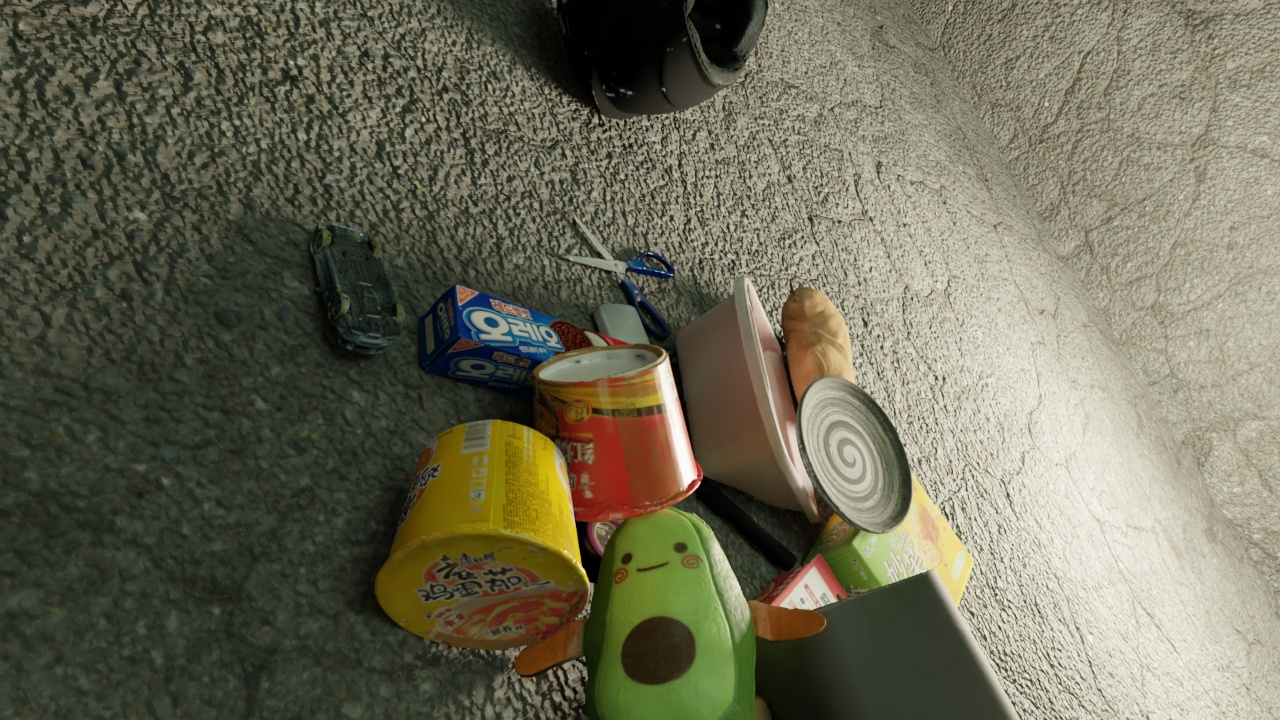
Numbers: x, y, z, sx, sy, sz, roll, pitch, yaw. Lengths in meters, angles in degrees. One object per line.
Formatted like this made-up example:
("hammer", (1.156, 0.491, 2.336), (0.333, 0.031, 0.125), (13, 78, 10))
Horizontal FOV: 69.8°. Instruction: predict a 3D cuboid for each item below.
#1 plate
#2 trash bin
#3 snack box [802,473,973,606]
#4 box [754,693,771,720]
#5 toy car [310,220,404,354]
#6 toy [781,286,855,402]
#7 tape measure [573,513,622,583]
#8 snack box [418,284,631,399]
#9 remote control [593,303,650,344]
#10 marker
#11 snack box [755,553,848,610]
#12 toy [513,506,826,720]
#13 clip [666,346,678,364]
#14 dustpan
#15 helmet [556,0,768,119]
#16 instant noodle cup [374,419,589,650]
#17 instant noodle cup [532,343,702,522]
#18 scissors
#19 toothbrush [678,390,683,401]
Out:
("plate", (0.225, 0.102, 0.984), (0.179, 0.024, 0.179), (22, 52, -32))
("trash bin", (0.191, 0.301, 0.728), (0.198, 0.200, 0.219), (-8, 68, -29))
("snack box", (0.284, 0.227, 1.027), (0.157, 0.070, 0.209), (55, 36, -1))
("box", (0.068, 0.336, 0.686), (0.059, 0.090, 0.184), (10, 53, -43))
("toy car", (-0.222, -0.058, 0.712), (0.054, 0.037, 0.120), (9, 46, -44))
("toy", (0.214, 0.022, 1.089), (0.143, 0.083, 0.225), (47, 32, -44))
("tape measure", (-0.035, 0.153, 0.753), (0.057, 0.039, 0.057), (7, 52, -45))
("snack box", (-0.088, -0.002, 0.799), (0.207, 0.057, 0.058), (18, 47, -39))
("remote control", (-0.005, 0.005, 0.917), (0.055, 0.020, 0.136), (-2, 65, -48))
("marker", (0.107, 0.167, 0.918), (0.132, 0.020, 0.022), (42, 46, -17))
("snack box", (0.161, 0.265, 0.881), (0.126, 0.044, 0.113), (-26, 82, -52))
("toy", (0.021, 0.212, 0.660), (0.227, 0.090, 0.246), (-5, 53, -1))
("clip", (0.044, -0.008, 0.989), (0.055, 0.013, 0.038), (-15, 73, -54))
("dustpan", (0.145, 0.036, 0.948), (0.273, 0.139, 0.222), (14, 56, -44))
("helmet", (0.009, -0.426, 1.095), (0.233, 0.231, 0.274), (5, 59, -64))
("instant noodle cup", (-0.105, 0.116, 0.633), (0.138, 0.138, 0.109), (32, 33, -29))
("instant noodle cup", (-0.023, 0.051, 0.734), (0.137, 0.138, 0.109), (-28, 114, -54))
("scissors", (-0.015, -0.093, 0.990), (0.175, 0.012, 0.162), (-12, 72, -51))
("toothbrush", (0.076, 0.000, 1.018), (0.017, 0.014, 0.188), (44, 38, -5))
